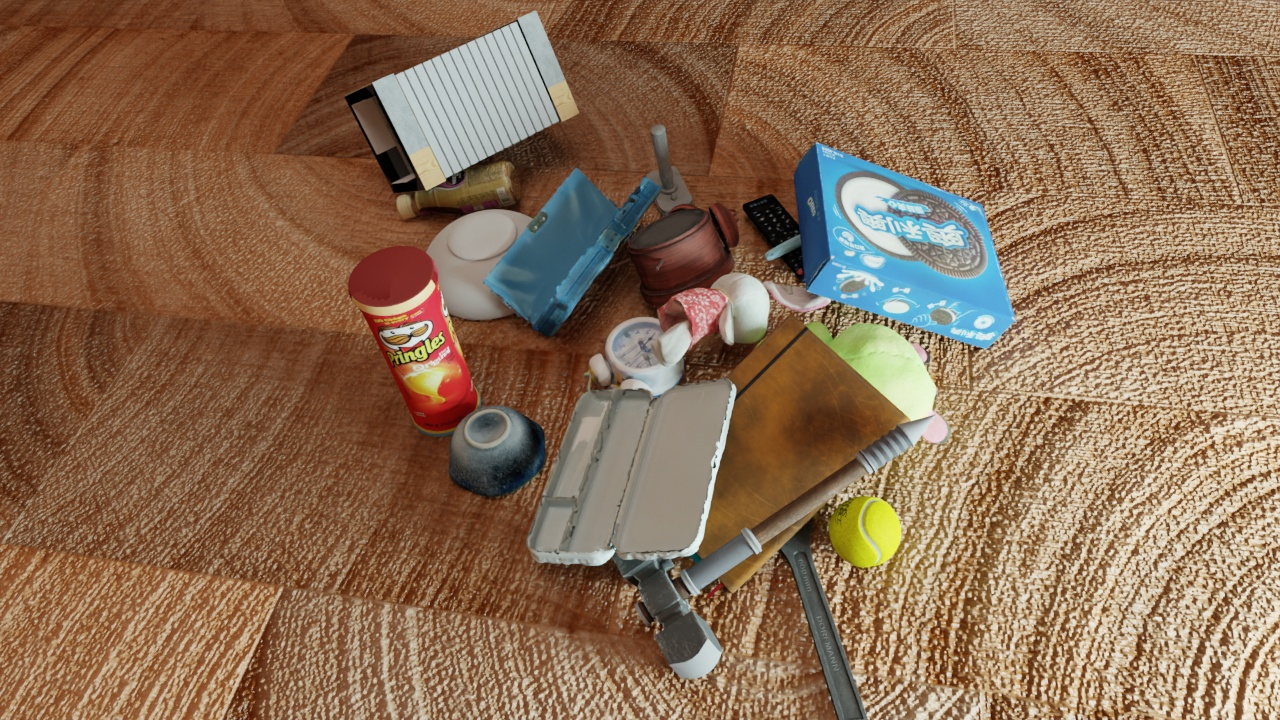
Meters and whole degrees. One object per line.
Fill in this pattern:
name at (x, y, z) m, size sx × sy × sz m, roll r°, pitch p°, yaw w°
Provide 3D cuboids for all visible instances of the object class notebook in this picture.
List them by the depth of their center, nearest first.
notebook at (0.110, 0.087, 0.903) m, size 0.249 × 0.014 × 0.178 m, roll -45°, pitch 60°, yaw 2°

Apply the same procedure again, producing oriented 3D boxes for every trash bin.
trash bin at (-0.241, -0.348, 1.246) m, size 0.246 × 0.142 × 0.143 m, roll -33°, pitch 23°, yaw -23°

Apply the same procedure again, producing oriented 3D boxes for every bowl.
bowl at (-0.157, 0.086, 0.975) m, size 0.110 × 0.055 × 0.110 m, roll -4°, pitch 51°, yaw 4°
bowl at (-0.193, -0.136, 1.156) m, size 0.176 × 0.066 × 0.176 m, roll -3°, pitch 50°, yaw 4°

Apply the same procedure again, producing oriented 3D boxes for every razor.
razor at (0.031, -0.257, 1.197) m, size 0.047 × 0.116 × 0.088 m, roll -19°, pitch 51°, yaw -3°

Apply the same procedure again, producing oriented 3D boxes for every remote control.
remote control at (0.183, -0.153, 1.157) m, size 0.047 × 0.022 × 0.150 m, roll -21°, pitch 53°, yaw -12°

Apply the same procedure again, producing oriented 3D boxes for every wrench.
wrench at (0.161, 0.221, 0.850) m, size 0.073 × 0.018 × 0.272 m, roll -13°, pitch 52°, yaw -1°

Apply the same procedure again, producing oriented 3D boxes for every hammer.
hammer at (0.133, 0.143, 0.837) m, size 0.322 × 0.043 × 0.156 m, roll -35°, pitch 53°, yaw 2°

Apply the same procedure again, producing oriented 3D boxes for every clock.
clock at (-0.006, 0.006, 1.028) m, size 0.089 × 0.052 × 0.125 m, roll 32°, pitch 64°, yaw 27°
clock at (0.054, -0.135, 1.092) m, size 0.157 × 0.072 × 0.121 m, roll -38°, pitch 26°, yaw -26°

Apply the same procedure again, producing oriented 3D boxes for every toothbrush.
toothbrush at (0.216, -0.158, 1.133) m, size 0.154 × 0.016 × 0.022 m, roll -27°, pitch 88°, yaw -18°

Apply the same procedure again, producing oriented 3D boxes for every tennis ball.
tennis ball at (0.211, 0.160, 0.863) m, size 0.065 × 0.065 × 0.065 m, roll -3°, pitch 50°, yaw 4°

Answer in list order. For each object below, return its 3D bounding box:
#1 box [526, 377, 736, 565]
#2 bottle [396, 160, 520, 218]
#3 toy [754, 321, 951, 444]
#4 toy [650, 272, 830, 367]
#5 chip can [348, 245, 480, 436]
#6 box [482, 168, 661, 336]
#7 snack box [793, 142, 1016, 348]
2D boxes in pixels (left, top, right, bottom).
box at (-0.006, 0.105, 0.897) m, size 0.192 × 0.045 × 0.208 m, roll -9°, pitch 44°, yaw 27°
bottle at (-0.248, -0.225, 1.244) m, size 0.166 × 0.060 × 0.059 m, roll -12°, pitch 49°, yaw 8°
toy at (0.214, 0.018, 0.961) m, size 0.197 × 0.107 × 0.149 m, roll -8°, pitch 50°, yaw 13°
toy at (0.095, -0.052, 1.003) m, size 0.193 × 0.084 × 0.159 m, roll -25°, pitch 20°, yaw -33°
chip can at (-0.231, -0.014, 0.963) m, size 0.087 × 0.214 × 0.086 m, roll -3°, pitch 50°, yaw 4°
box at (-0.083, -0.152, 1.115) m, size 0.111 × 0.094 × 0.230 m, roll 37°, pitch 58°, yaw -7°
snack box at (0.293, -0.131, 1.040) m, size 0.238 × 0.056 × 0.195 m, roll 16°, pitch 49°, yaw -16°
